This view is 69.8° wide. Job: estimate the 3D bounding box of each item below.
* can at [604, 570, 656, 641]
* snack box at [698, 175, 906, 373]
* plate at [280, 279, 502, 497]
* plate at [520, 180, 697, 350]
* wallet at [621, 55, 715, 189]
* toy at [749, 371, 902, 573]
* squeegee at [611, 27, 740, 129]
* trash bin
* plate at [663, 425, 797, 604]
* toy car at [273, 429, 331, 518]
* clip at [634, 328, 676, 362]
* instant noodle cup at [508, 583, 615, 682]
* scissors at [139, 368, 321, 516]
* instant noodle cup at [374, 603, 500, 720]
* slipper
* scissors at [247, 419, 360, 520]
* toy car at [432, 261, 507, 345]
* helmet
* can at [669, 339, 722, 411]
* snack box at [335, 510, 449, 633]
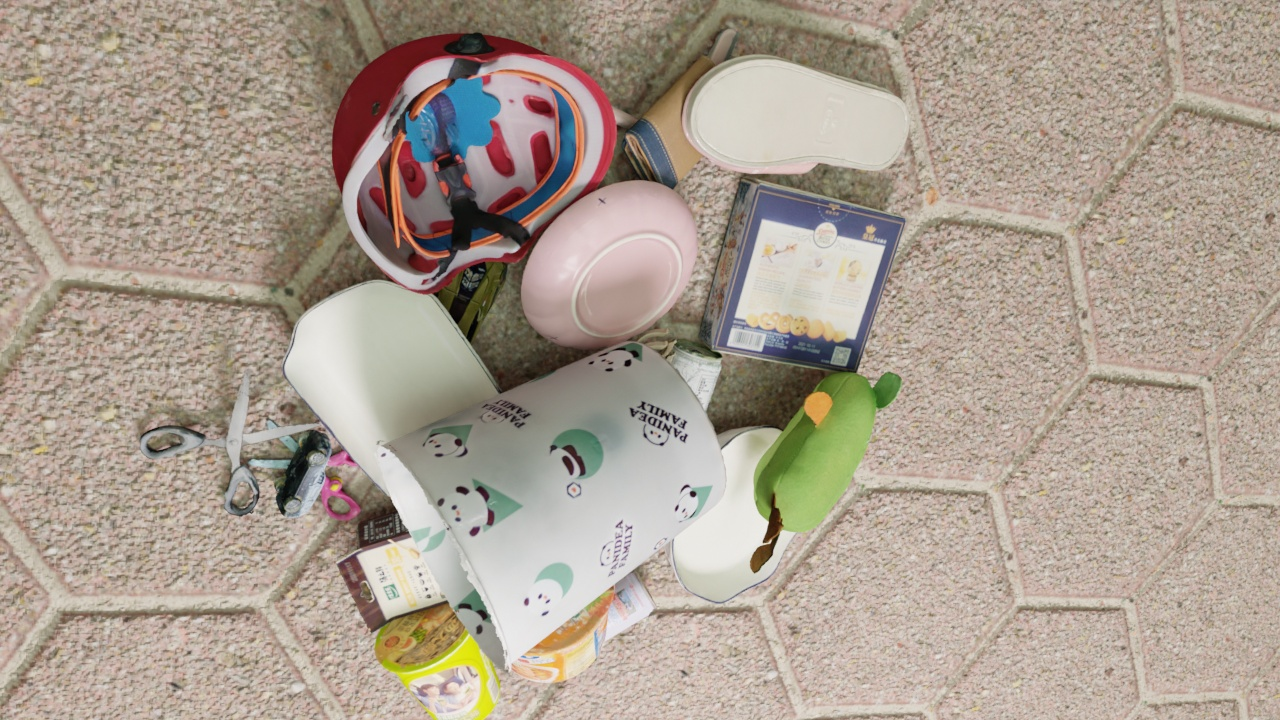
[{"bbox_3d":[-0.051,0.294,1.043,0.134,0.053,0.053,-30,113,-5],"label":"can"},{"bbox_3d":[0.173,-0.087,0.983,0.177,0.046,0.183,10,105,-19],"label":"snack box"},{"bbox_3d":[-0.224,0.032,0.889,0.162,0.034,0.266,-27,125,3],"label":"plate"},{"bbox_3d":[-0.021,-0.081,0.886,0.192,0.039,0.193,-22,140,-20],"label":"plate"},{"bbox_3d":[0.037,-0.222,0.879,0.115,0.033,0.090,-48,142,-13],"label":"wallet"},{"bbox_3d":[0.179,0.106,0.966,0.246,0.090,0.227,-51,156,-25],"label":"toy"},{"bbox_3d":[-0.055,-0.245,0.869,0.249,0.040,0.248,19,102,-20],"label":"squeegee"},{"bbox_3d":[-0.074,0.117,0.840,0.251,0.230,0.230,-28,114,-23],"label":"trash bin"},{"bbox_3d":[0.104,0.166,1.016,0.204,0.046,0.205,-15,115,-36],"label":"plate"},{"bbox_3d":[-0.327,0.111,0.896,0.034,0.043,0.091,19,104,-40],"label":"toy car"},{"bbox_3d":[-0.008,0.002,0.957,0.100,0.034,0.070,-30,117,24],"label":"clip"},{"bbox_3d":[-0.098,0.259,0.962,0.151,0.151,0.112,-15,140,-11],"label":"instant noodle cup"},{"bbox_3d":[-0.385,0.082,0.874,0.178,0.014,0.159,-9,122,6],"label":"scissors"},{"bbox_3d":[-0.209,0.329,0.987,0.111,0.111,0.123,-22,120,-8],"label":"instant noodle cup"},{"bbox_3d":[0.156,-0.241,0.916,0.273,0.054,0.114,-3,114,-29],"label":"slipper"},{"bbox_3d":[-0.320,0.101,0.924,0.118,0.017,0.133,-39,110,1],"label":"scissors"},{"bbox_3d":[-0.185,-0.045,0.899,0.070,0.042,0.158,22,103,-21],"label":"toy car"},{"bbox_3d":[-0.156,-0.192,0.797,0.239,0.144,0.207,-27,142,-16],"label":"helmet"},{"bbox_3d":[0.040,0.055,0.986,0.058,0.058,0.147,13,104,-20],"label":"can"},{"bbox_3d":[-0.235,0.210,0.948,0.125,0.053,0.113,-15,126,-8],"label":"snack box"}]
